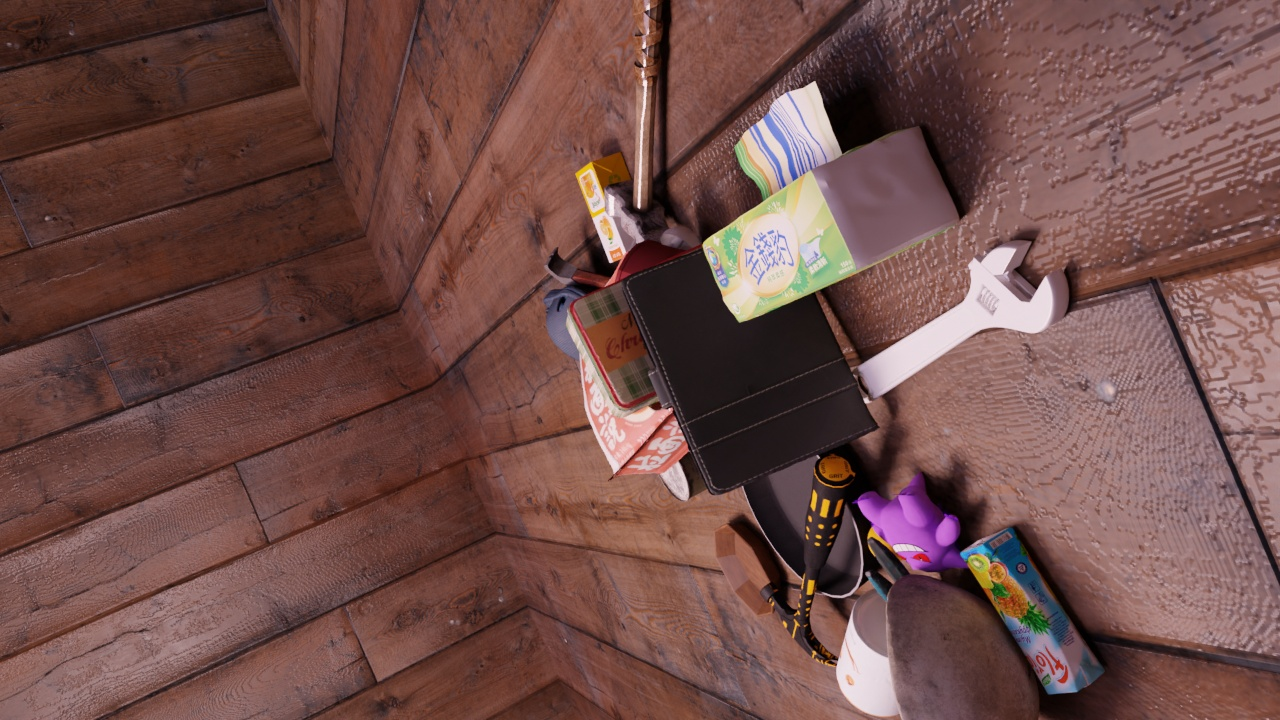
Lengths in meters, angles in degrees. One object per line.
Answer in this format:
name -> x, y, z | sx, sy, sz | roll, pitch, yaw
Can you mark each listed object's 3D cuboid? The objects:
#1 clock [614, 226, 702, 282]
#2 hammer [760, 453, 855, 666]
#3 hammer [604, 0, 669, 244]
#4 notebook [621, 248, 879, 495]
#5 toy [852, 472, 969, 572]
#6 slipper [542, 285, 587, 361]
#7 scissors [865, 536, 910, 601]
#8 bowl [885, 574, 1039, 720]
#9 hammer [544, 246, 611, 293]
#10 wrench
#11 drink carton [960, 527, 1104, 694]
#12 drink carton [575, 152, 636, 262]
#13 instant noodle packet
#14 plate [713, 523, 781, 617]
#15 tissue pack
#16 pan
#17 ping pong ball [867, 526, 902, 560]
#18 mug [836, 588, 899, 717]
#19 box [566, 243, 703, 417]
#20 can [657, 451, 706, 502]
clock -> 0.025, -0.081, 0.949 | 0.048, 0.137, 0.096 | 21, 134, 34
hammer -> 0.175, 0.202, 0.912 | 0.123, 0.036, 0.321 | 48, 154, 34
hammer -> 0.006, -0.256, 0.928 | 0.121, 0.048, 0.319 | -126, 27, -42
notebook -> 0.091, -0.004, 0.805 | 0.029, 0.169, 0.209 | 96, 152, -74
toy -> 0.239, 0.143, 0.785 | 0.088, 0.055, 0.106 | 62, 152, 0
slipper -> -0.089, -0.047, 1.263 | 0.101, 0.082, 0.264 | 34, 173, -21
scissors -> 0.244, 0.212, 0.822 | 0.019, 0.126, 0.144 | -30, 72, 34
bowl -> 0.269, 0.256, 0.733 | 0.081, 0.178, 0.178 | -22, 92, 32
hammer -> -0.024, -0.091, 1.143 | 0.111, 0.028, 0.301 | 35, 171, -35
wrench -> 0.226, -0.016, 0.704 | 0.066, 0.018, 0.274 | 62, 159, 10
drink carton -> 0.302, 0.195, 0.711 | 0.129, 0.038, 0.044 | 61, 158, 14
drink carton -> -0.029, -0.178, 1.094 | 0.059, 0.040, 0.122 | -6, 107, 67
instant noodle packet -> -0.006, 0.006, 1.065 | 0.165, 0.083, 0.220 | -52, 51, 49
plate -> 0.140, 0.263, 1.171 | 0.131, 0.025, 0.131 | 49, 153, 36
tissue pack -> 0.124, -0.127, 0.706 | 0.141, 0.120, 0.198 | 65, 152, 0
pan -> 0.143, 0.075, 0.949 | 0.355, 0.044, 0.204 | 67, 158, -2
ping pong ball -> 0.230, 0.166, 0.846 | 0.040, 0.040, 0.040 | 49, 153, 36
mug -> 0.238, 0.283, 0.890 | 0.082, 0.082, 0.105 | 47, 150, 39
box -> 0.043, -0.038, 0.852 | 0.117, 0.205, 0.050 | 63, 166, 12
can -> 0.065, 0.118, 1.133 | 0.090, 0.074, 0.090 | 50, 155, 34
